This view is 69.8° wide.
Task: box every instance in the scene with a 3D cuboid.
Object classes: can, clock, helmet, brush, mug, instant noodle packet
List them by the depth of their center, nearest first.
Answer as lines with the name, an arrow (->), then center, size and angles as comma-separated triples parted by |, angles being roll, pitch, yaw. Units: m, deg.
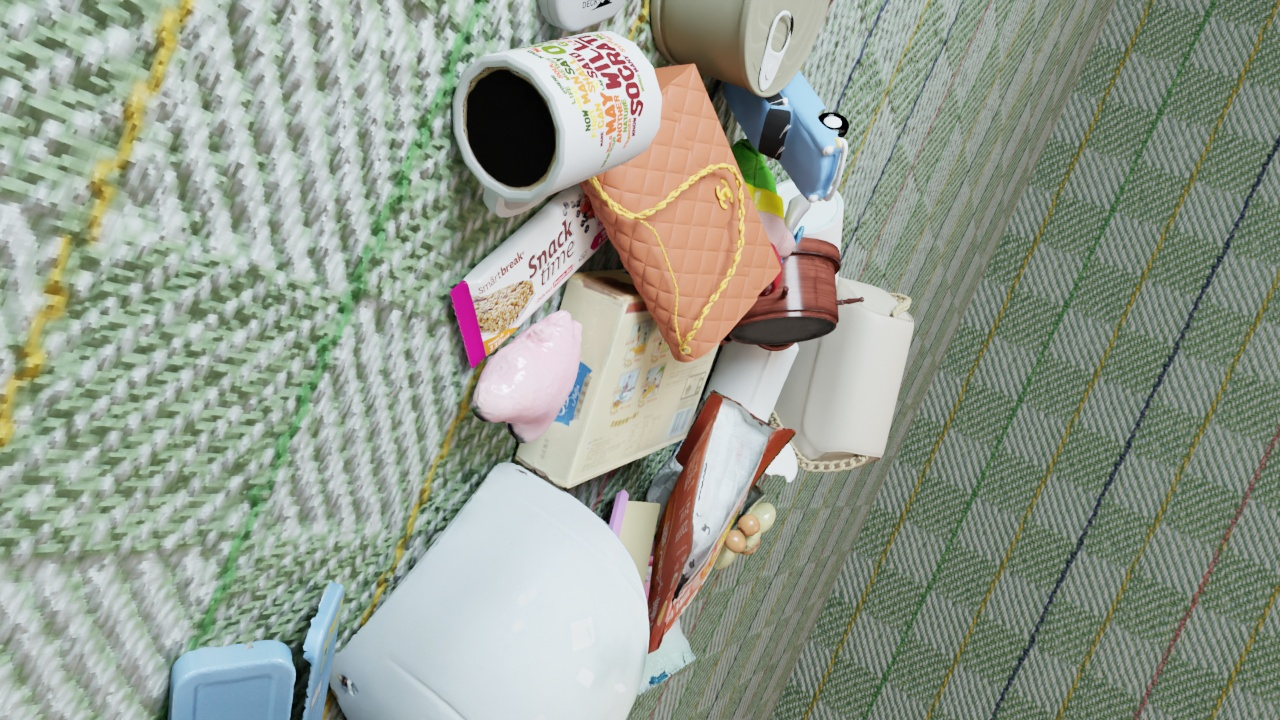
mug -> -0.050, -0.124, 0.505 | 0.089, 0.073, 0.105 | -36, 165, -48
can -> 0.071, -0.251, 0.616 | 0.127, 0.073, 0.128 | -46, 151, -36
helmet -> -0.080, 0.221, 0.675 | 0.235, 0.164, 0.264 | -48, 153, -29
instant noodle packet -> 0.040, 0.160, 0.796 | 0.220, 0.084, 0.165 | -62, 176, -30
brush -> -0.025, 0.229, 0.837 | 0.089, 0.043, 0.228 | 100, 3, -55
clock -> 0.121, -0.056, 0.863 | 0.120, 0.158, 0.072 | 5, 74, -29
mug -> 0.162, -0.118, 0.930 | 0.082, 0.082, 0.106 | -51, 153, -27

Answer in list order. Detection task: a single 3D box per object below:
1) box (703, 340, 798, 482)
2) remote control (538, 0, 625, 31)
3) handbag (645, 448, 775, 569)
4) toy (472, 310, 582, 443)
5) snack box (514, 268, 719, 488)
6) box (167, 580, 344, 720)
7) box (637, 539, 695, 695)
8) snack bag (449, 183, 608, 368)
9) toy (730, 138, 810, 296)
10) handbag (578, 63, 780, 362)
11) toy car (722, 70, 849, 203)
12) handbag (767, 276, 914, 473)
box -> 0.129, 0.037, 0.955 | 0.083, 0.144, 0.137 | 6, 112, -42
remote control -> -0.024, -0.254, 0.484 | 0.074, 0.019, 0.151 | -41, 148, -42
handbag -> 0.079, 0.159, 0.992 | 0.112, 0.123, 0.171 | -47, 154, -2
toy -> -0.071, 0.009, 0.613 | 0.093, 0.050, 0.102 | -62, 166, -6
snack box -> -0.004, 0.004, 0.742 | 0.207, 0.055, 0.153 | -14, 126, -60
box -> -0.220, 0.236, 0.540 | 0.120, 0.049, 0.210 | -22, 135, -55
box -> 0.002, 0.278, 1.026 | 0.230, 0.066, 0.158 | 12, 79, -66
snack bag -> -0.053, -0.079, 0.607 | 0.196, 0.016, 0.070 | -48, 151, -32
toy -> 0.090, -0.127, 0.757 | 0.097, 0.124, 0.131 | 122, -21, -55
handbag -> 0.028, -0.096, 0.626 | 0.108, 0.060, 0.172 | -49, 128, -26
toy car -> 0.107, -0.185, 0.695 | 0.054, 0.153, 0.056 | -12, 145, -15
handbag -> 0.198, 0.012, 1.009 | 0.103, 0.209, 0.210 | 11, 94, -21
